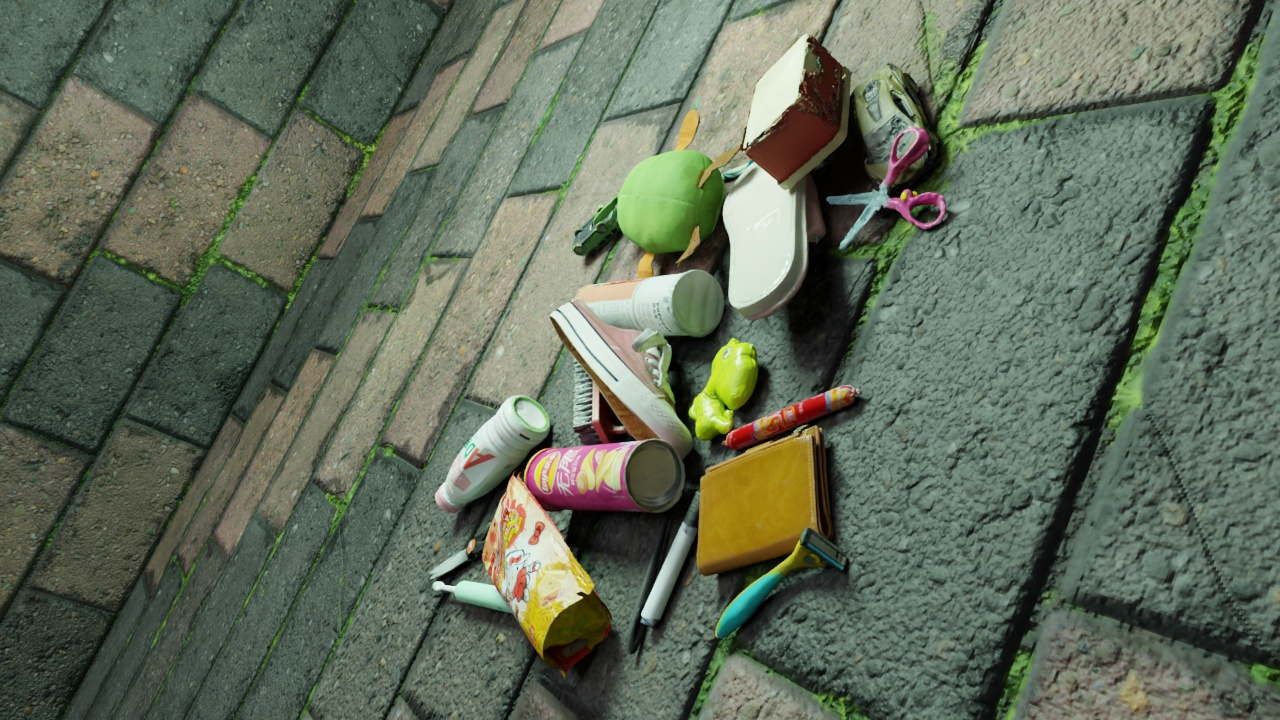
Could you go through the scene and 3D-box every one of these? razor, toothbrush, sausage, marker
[{"bbox_3d":[0.104,0.182,0.732,0.133,0.043,0.028,-48,15,28],"label":"razor"},{"bbox_3d":[-0.194,0.276,1.083,0.225,0.027,0.026,-10,52,51],"label":"toothbrush"},{"bbox_3d":[0.013,0.188,0.872,0.018,0.015,0.180,-23,45,53],"label":"toothbrush"},{"bbox_3d":[0.130,0.052,0.814,0.156,0.020,0.020,-28,42,41],"label":"sausage"},{"bbox_3d":[0.034,0.183,0.842,0.130,0.022,0.018,-66,20,-7],"label":"marker"},{"bbox_3d":[0.107,-0.224,1.089,0.192,0.018,0.016,-9,57,53],"label":"toothbrush"}]

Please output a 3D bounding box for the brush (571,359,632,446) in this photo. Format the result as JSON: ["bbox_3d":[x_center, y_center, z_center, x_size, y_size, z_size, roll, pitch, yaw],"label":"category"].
[{"bbox_3d":[-0.038,0.035,1.041,0.069,0.063,0.145,-14,43,10],"label":"brush"}]

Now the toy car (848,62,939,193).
[{"bbox_3d":[0.239,-0.224,0.879,0.070,0.042,0.157,-38,39,32],"label":"toy car"}]

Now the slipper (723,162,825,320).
[{"bbox_3d":[0.135,-0.129,0.927,0.114,0.054,0.273,-34,29,28],"label":"slipper"}]

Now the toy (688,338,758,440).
[{"bbox_3d":[0.084,0.027,0.893,0.100,0.031,0.096,-50,31,24],"label":"toy"}]

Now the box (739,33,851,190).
[{"bbox_3d":[0.152,-0.258,0.917,0.092,0.079,0.167,-39,22,36],"label":"box"}]

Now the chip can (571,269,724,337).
[{"bbox_3d":[0.001,-0.060,1.049,0.215,0.071,0.071,0,64,56],"label":"chip can"}]

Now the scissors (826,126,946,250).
[{"bbox_3d":[0.223,-0.156,0.836,0.133,0.017,0.125,12,97,51],"label":"scissors"}]

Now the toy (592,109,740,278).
[{"bbox_3d":[0.036,-0.187,1.092,0.247,0.090,0.227,25,98,62],"label":"toy"}]

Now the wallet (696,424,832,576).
[{"bbox_3d":[0.102,0.114,0.787,0.131,0.035,0.118,-27,43,39],"label":"wallet"}]

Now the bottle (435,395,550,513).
[{"bbox_3d":[-0.197,0.128,1.179,0.197,0.068,0.068,-45,33,27],"label":"bottle"}]

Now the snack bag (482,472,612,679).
[{"bbox_3d":[-0.107,0.216,0.938,0.208,0.073,0.129,38,118,51],"label":"snack bag"}]

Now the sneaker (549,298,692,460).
[{"bbox_3d":[-0.006,0.006,0.963,0.087,0.118,0.241,-33,51,-10],"label":"sneaker"}]

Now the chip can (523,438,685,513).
[{"bbox_3d":[-0.042,0.120,0.937,0.211,0.071,0.071,-13,53,57],"label":"chip can"}]

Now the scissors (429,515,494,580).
[{"bbox_3d":[-0.200,0.238,1.128,0.235,0.021,0.136,-48,33,17],"label":"scissors"}]

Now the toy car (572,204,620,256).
[{"bbox_3d":[-0.061,-0.179,1.274,0.091,0.036,0.043,-34,40,34],"label":"toy car"}]
